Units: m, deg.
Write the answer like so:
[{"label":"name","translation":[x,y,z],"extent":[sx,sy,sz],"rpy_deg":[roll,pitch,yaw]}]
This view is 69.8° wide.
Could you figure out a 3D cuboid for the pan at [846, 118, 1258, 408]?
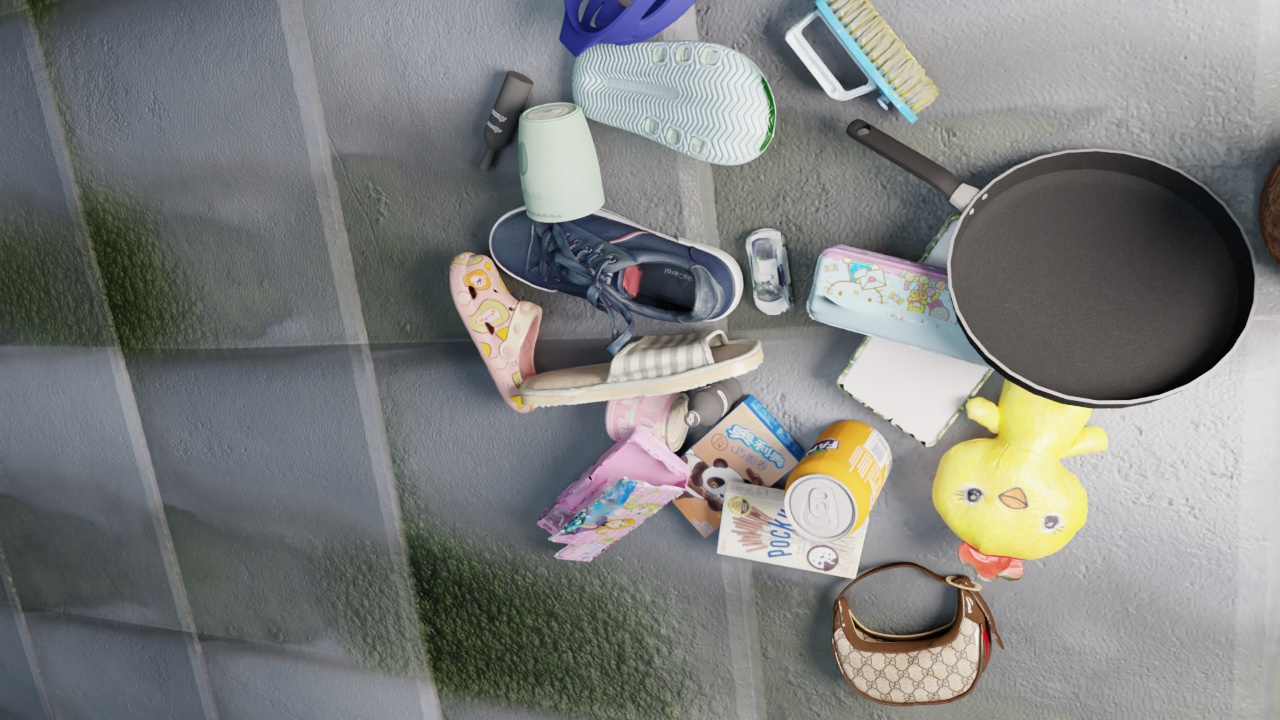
[{"label":"pan","translation":[0.318,-0.106,0.766],"extent":[0.356,0.034,0.225],"rpy_deg":[39,81,23]}]

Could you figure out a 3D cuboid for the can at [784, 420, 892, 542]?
[{"label":"can","translation":[0.192,0.116,0.889],"extent":[0.079,0.142,0.079],"rpy_deg":[8,109,24]}]

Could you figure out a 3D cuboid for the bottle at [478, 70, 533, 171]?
[{"label":"bottle","translation":[-0.153,-0.259,1.008],"extent":[0.030,0.030,0.113],"rpy_deg":[35,118,13]}]

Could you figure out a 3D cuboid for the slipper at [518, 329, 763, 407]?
[{"label":"slipper","translation":[-0.006,0.006,0.965],"extent":[0.273,0.114,0.054],"rpy_deg":[-10,99,23]}]

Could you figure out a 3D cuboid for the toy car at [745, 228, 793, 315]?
[{"label":"toy car","translation":[0.129,-0.088,0.924],"extent":[0.039,0.027,0.090],"rpy_deg":[-5,103,25]}]

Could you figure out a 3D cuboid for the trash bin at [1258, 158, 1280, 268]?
[{"label":"trash bin","translation":[0.524,-0.095,0.622],"extent":[0.151,0.209,0.151],"rpy_deg":[8,108,23]}]

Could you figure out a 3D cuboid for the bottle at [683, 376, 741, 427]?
[{"label":"bottle","translation":[0.072,0.044,0.944],"extent":[0.036,0.109,0.036],"rpy_deg":[8,109,24]}]

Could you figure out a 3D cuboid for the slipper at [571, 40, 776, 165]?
[{"label":"slipper","translation":[0.033,-0.261,0.896],"extent":[0.246,0.074,0.104],"rpy_deg":[24,115,35]}]

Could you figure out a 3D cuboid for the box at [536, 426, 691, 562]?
[{"label":"box","translation":[-0.041,0.169,1.023],"extent":[0.084,0.076,0.231],"rpy_deg":[40,135,-5]}]

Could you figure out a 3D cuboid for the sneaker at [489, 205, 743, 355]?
[{"label":"sneaker","translation":[-0.050,-0.091,0.957],"extent":[0.295,0.127,0.121],"rpy_deg":[16,111,23]}]

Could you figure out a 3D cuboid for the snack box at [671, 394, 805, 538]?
[{"label":"snack box","translation":[0.095,0.117,0.999],"extent":[0.087,0.034,0.152],"rpy_deg":[48,120,5]}]

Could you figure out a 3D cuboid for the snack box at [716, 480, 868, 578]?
[{"label":"snack box","translation":[0.159,0.178,0.968],"extent":[0.150,0.026,0.082],"rpy_deg":[8,118,10]}]

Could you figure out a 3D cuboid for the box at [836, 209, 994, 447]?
[{"label":"box","translation":[0.284,-0.028,0.855],"extent":[0.118,0.050,0.206],"rpy_deg":[33,118,11]}]

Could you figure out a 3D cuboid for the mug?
[{"label":"mug","translation":[-0.092,-0.213,0.959],"extent":[0.111,0.084,0.104],"rpy_deg":[-133,29,-54]}]

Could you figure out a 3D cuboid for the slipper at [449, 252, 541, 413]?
[{"label":"slipper","translation":[-0.147,-0.039,1.050],"extent":[0.081,0.093,0.197],"rpy_deg":[-21,98,10]}]

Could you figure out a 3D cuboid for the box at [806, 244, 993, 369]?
[{"label":"box","translation":[0.256,-0.045,0.813],"extent":[0.214,0.036,0.076],"rpy_deg":[17,112,19]}]

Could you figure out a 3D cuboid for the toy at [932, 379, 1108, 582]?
[{"label":"toy","translation":[0.347,0.097,0.842],"extent":[0.134,0.092,0.208],"rpy_deg":[20,104,9]}]

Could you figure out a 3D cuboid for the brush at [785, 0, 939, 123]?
[{"label":"brush","translation":[0.199,-0.263,0.818],"extent":[0.075,0.055,0.136],"rpy_deg":[-39,87,25]}]

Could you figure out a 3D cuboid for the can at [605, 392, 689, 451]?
[{"label":"can","translation":[0.008,0.061,1.007],"extent":[0.076,0.067,0.067],"rpy_deg":[10,109,23]}]

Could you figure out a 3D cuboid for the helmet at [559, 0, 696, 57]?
[{"label":"helmet","translation":[-0.027,-0.389,0.799],"extent":[0.242,0.227,0.147],"rpy_deg":[-57,47,25]}]

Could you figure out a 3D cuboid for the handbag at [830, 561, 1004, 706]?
[{"label":"handbag","translation":[0.281,0.279,0.947],"extent":[0.167,0.063,0.138],"rpy_deg":[-15,89,29]}]
